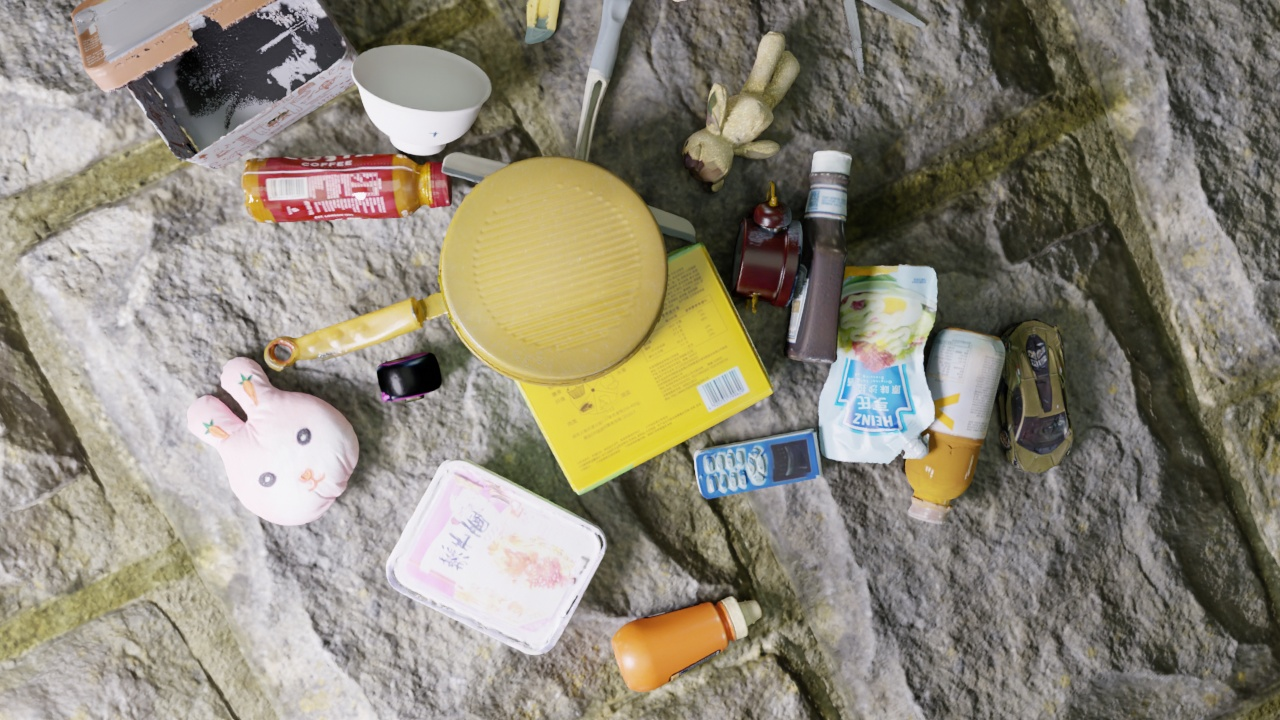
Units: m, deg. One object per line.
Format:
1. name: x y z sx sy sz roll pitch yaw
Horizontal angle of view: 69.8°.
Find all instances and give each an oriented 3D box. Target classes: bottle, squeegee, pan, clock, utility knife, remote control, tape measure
1. bottle: -0.259 -0.154 0.820 0.175 0.057 0.057 -3 95 -6
2. squeegee: -0.038 -0.257 0.844 0.246 0.039 0.246 12 93 -21
3. bottle: 0.301 0.064 0.894 0.068 0.068 0.189 12 94 -7
4. pan: -0.150 -0.053 0.787 0.357 0.078 0.197 -16 87 -9
5. clock: 0.118 -0.105 0.854 0.055 0.082 0.122 7 97 -1
6. bottle: 0.049 0.268 0.893 0.149 0.067 0.067 -19 97 -11
7. utility knife: -0.081 -0.399 0.842 0.031 0.022 0.216 6 90 -13
8. remote control: 0.116 0.101 0.900 0.125 0.024 0.049 -9 96 -4
9. bottle: 0.169 -0.096 0.860 0.044 0.080 0.195 6 93 -5
10. tape measure: -0.212 0.017 0.842 0.057 0.058 0.039 -14 97 -7

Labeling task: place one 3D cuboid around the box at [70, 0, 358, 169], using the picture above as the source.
1. box: -0.345 -0.270 0.742 0.182 0.174 0.152 -34 99 -2

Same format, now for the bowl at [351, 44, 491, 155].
1. bowl: -0.195 -0.222 0.810 0.118 0.118 0.065 11 131 -7

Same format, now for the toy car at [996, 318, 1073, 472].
1. toy car: 0.394 0.037 0.917 0.070 0.042 0.158 -12 99 -4

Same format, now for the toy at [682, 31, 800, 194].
1. toy: 0.093 -0.233 0.854 0.157 0.066 0.105 -56 140 -3

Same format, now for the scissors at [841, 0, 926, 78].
1. scissors: 0.197 -0.362 0.874 0.179 0.014 0.159 18 95 -10

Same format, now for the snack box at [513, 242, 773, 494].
1. snack box: -0.005 0.005 0.855 0.210 0.070 0.157 -28 97 -3

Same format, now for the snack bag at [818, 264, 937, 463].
1. snack bag: 0.227 0.005 0.881 0.110 0.038 0.191 2 92 20

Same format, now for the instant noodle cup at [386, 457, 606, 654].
1. instant noodle cup: -0.134 0.180 0.863 0.173 0.060 0.138 28 92 -7

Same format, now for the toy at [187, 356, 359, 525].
1. toy: -0.337 0.074 0.839 0.159 0.054 0.121 39 90 0
